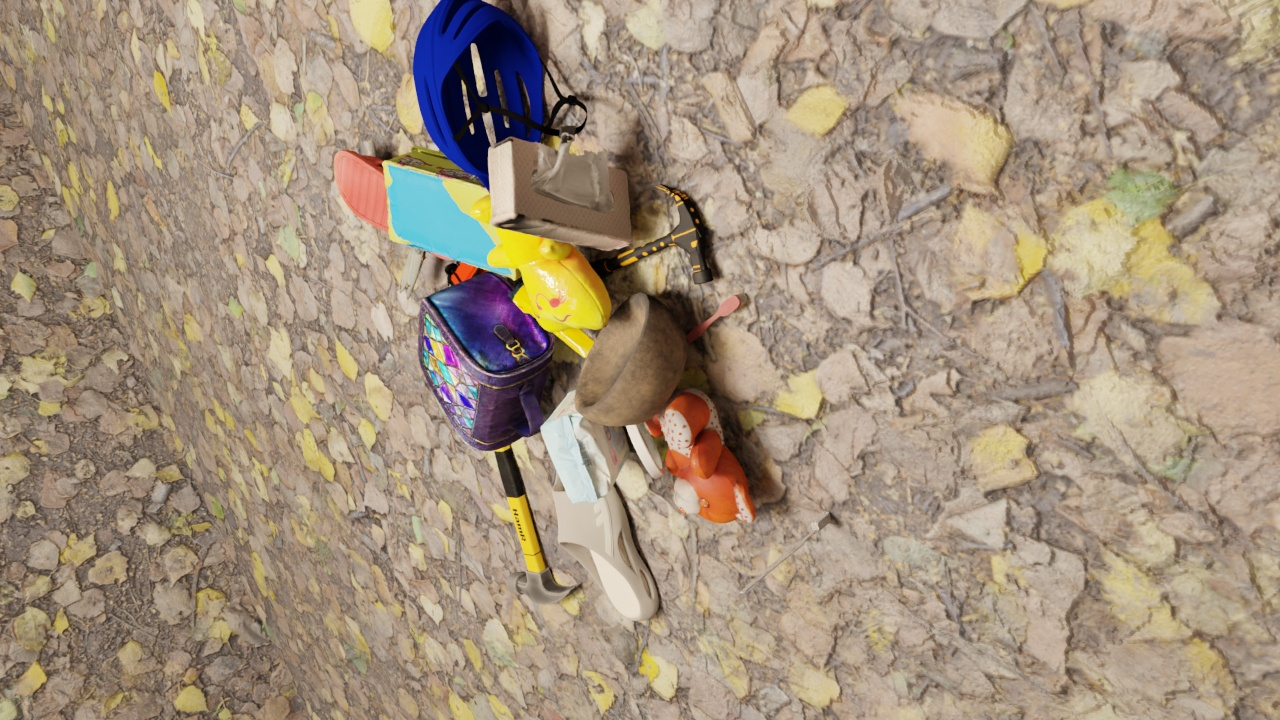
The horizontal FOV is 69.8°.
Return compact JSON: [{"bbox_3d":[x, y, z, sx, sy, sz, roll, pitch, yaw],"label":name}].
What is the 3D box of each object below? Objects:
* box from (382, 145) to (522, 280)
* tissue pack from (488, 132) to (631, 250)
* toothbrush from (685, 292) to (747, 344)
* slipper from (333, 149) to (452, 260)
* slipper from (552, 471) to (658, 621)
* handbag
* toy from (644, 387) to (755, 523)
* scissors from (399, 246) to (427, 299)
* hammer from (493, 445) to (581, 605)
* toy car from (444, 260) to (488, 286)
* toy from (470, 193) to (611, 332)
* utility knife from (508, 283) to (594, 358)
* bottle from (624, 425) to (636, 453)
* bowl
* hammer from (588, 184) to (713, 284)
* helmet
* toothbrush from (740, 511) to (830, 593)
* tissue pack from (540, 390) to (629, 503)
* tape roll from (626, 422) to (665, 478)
[{"bbox_3d":[-0.232,-0.198,1.217,0.221,0.081,0.125,18,124,25],"label":"box"},{"bbox_3d":[-0.080,-0.186,1.005,0.071,0.181,0.104,-11,78,44],"label":"tissue pack"},{"bbox_3d":[0.067,-0.033,1.079,0.015,0.015,0.185,59,142,6],"label":"toothbrush"},{"bbox_3d":[-0.353,-0.236,1.375,0.249,0.058,0.104,33,129,10],"label":"slipper"},{"bbox_3d":[-0.066,0.265,1.316,0.113,0.080,0.266,-18,97,52],"label":"slipper"},{"bbox_3d":[-0.204,0.012,1.269,0.222,0.125,0.205,51,149,19],"label":"handbag"},{"bbox_3d":[0.067,0.119,1.092,0.172,0.092,0.164,62,165,-4],"label":"toy"},{"bbox_3d":[-0.312,-0.169,1.343,0.134,0.016,0.229,28,128,12],"label":"scissors"},{"bbox_3d":[-0.190,0.245,1.476,0.170,0.034,0.324,-3,106,46],"label":"hammer"},{"bbox_3d":[-0.237,-0.135,1.312,0.100,0.048,0.051,-51,61,25],"label":"toy car"},{"bbox_3d":[-0.113,-0.123,1.098,0.135,0.087,0.194,-1,126,49],"label":"toy"},{"bbox_3d":[-0.089,-0.031,1.184,0.218,0.019,0.030,39,105,22],"label":"utility knife"},{"bbox_3d":[-0.007,0.070,1.192,0.030,0.030,0.113,23,125,37],"label":"bottle"},{"bbox_3d":[-0.006,0.006,1.077,0.070,0.161,0.163,29,143,-20],"label":"bowl"},{"bbox_3d":[-0.039,-0.120,1.128,0.322,0.036,0.123,-15,93,47],"label":"hammer"},{"bbox_3d":[-0.159,-0.315,1.061,0.228,0.147,0.242,10,112,47],"label":"helmet"},{"bbox_3d":[0.156,0.201,0.976,0.010,0.181,0.010,-5,103,42],"label":"toothbrush"},{"bbox_3d":[-0.064,0.100,1.179,0.070,0.181,0.112,-19,100,14],"label":"tissue pack"},{"bbox_3d":[0.005,0.102,1.139,0.013,0.093,0.093,-27,89,7],"label":"tape roll"}]
